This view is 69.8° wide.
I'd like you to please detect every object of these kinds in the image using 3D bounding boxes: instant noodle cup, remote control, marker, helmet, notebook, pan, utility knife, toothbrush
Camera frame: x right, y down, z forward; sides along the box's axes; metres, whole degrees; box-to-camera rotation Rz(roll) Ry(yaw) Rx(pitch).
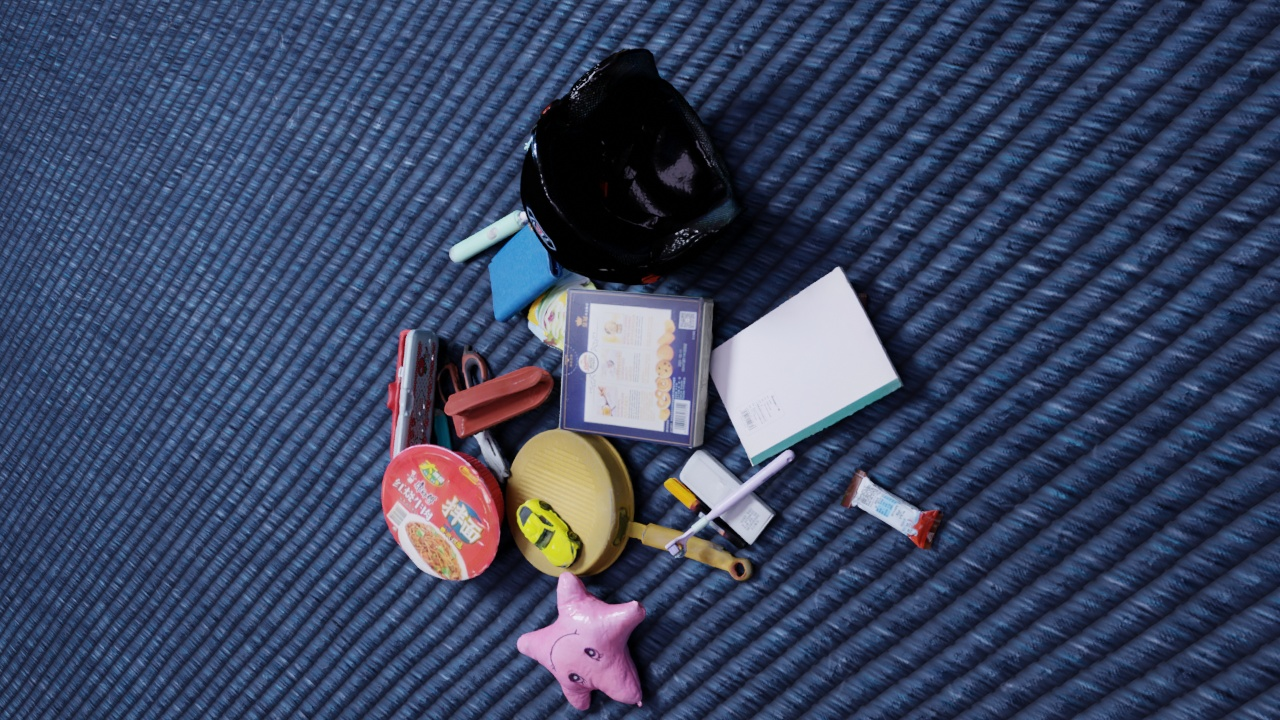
[{"bbox_3d":[-0.255,0.195,1.235,0.194,0.065,0.194,7,108,24],"label":"instant noodle cup"},{"bbox_3d":[0.102,0.161,1.096,0.125,0.024,0.049,40,108,25],"label":"remote control"},{"bbox_3d":[0.078,0.184,1.103,0.124,0.015,0.018,39,142,22],"label":"marker"},{"bbox_3d":[-0.023,-0.197,1.047,0.233,0.273,0.231,59,144,1],"label":"helmet"},{"bbox_3d":[0.177,0.011,1.046,0.210,0.012,0.150,-34,71,33],"label":"notebook"},{"bbox_3d":[-0.024,0.204,1.159,0.358,0.078,0.198,18,100,37],"label":"pan"},{"bbox_3d":[-0.280,0.154,1.330,0.029,0.013,0.179,-17,79,33],"label":"utility knife"},{"bbox_3d":[0.105,0.166,1.067,0.189,0.029,0.021,-42,32,13],"label":"toothbrush"},{"bbox_3d":[-0.185,-0.182,1.259,0.225,0.027,0.026,-21,102,37],"label":"toothbrush"}]

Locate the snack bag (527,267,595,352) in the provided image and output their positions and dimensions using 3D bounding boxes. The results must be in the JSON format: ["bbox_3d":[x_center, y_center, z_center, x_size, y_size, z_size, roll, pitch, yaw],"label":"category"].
[{"bbox_3d":[-0.063,-0.031,1.195,0.191,0.038,0.110,44,98,24],"label":"snack bag"}]

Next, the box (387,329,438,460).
[{"bbox_3d":[-0.325,0.056,1.318,0.155,0.073,0.201,-174,89,-71],"label":"box"}]

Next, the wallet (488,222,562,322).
[{"bbox_3d":[-0.154,-0.124,1.229,0.133,0.040,0.106,-33,56,39],"label":"wallet"}]

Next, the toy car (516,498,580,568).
[{"bbox_3d":[-0.119,0.220,1.161,0.105,0.032,0.048,40,112,30],"label":"toy car"}]

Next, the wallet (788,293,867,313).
[{"bbox_3d":[0.210,-0.015,1.040,0.096,0.020,0.122,1,90,36],"label":"wallet"}]

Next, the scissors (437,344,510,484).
[{"bbox_3d":[-0.221,0.071,1.277,0.207,0.015,0.192,14,86,36],"label":"scissors"}]

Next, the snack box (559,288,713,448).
[{"bbox_3d":[-0.007,0.007,1.125,0.183,0.045,0.178,7,97,22],"label":"snack box"}]

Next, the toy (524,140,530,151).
[{"bbox_3d":[-0.101,-0.245,1.217,0.156,0.049,0.161,21,109,24],"label":"toy"}]

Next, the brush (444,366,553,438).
[{"bbox_3d":[-0.185,0.049,1.221,0.146,0.069,0.063,-21,66,6],"label":"brush"}]

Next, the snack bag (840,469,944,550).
[{"bbox_3d":[0.271,0.161,0.992,0.104,0.026,0.048,25,95,30],"label":"snack bag"}]

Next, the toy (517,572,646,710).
[{"bbox_3d":[-0.057,0.361,1.152,0.178,0.074,0.195,40,117,12],"label":"toy"}]
